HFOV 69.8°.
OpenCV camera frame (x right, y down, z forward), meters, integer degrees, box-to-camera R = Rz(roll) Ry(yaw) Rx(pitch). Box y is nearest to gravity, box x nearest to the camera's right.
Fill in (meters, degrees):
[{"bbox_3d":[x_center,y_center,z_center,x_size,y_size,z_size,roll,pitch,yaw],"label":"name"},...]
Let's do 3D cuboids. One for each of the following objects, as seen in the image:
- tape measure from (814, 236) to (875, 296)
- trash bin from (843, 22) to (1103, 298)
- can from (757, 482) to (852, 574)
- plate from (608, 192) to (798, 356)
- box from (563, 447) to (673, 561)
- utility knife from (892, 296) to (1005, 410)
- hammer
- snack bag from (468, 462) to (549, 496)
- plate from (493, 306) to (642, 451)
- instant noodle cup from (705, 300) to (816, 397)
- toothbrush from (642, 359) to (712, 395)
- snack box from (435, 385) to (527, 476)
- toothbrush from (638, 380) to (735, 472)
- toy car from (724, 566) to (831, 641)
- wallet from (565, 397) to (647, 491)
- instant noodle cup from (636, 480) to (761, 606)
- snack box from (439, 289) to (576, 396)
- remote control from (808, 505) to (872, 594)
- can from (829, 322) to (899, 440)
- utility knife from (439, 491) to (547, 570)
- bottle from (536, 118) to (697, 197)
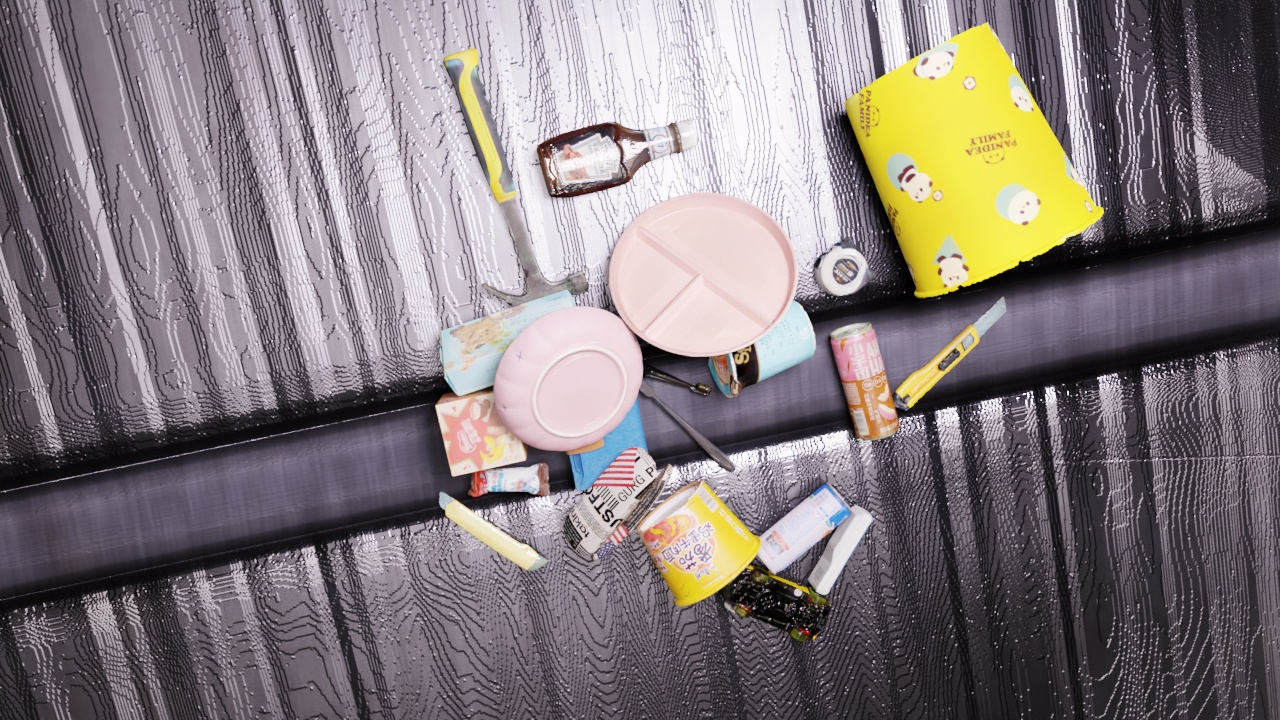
[{"bbox_3d":[0.260,-0.117,1.189,0.066,0.033,0.066,-35,98,-2],"label":"tape measure"},{"bbox_3d":[0.382,-0.238,1.096,0.229,0.229,0.255,-28,94,-1],"label":"trash bin"},{"bbox_3d":[0.215,0.224,1.223,0.134,0.053,0.053,-39,100,1],"label":"can"},{"bbox_3d":[0.076,-0.104,1.122,0.229,0.028,0.229,-3,65,6],"label":"plate"},{"bbox_3d":[-0.021,0.189,1.182,0.163,0.076,0.088,-51,144,11],"label":"box"},{"bbox_3d":[0.415,-0.008,1.228,0.209,0.015,0.033,-44,102,1],"label":"utility knife"},{"bbox_3d":[-0.175,-0.218,1.134,0.126,0.032,0.323,-19,100,-3],"label":"hammer"},{"bbox_3d":[-0.171,0.155,1.190,0.105,0.026,0.045,-1,95,-8],"label":"snack bag"},{"bbox_3d":[-0.078,0.030,1.096,0.192,0.039,0.193,-13,121,-22],"label":"plate"},{"bbox_3d":[0.152,-0.021,1.162,0.120,0.111,0.111,-17,99,-11],"label":"instant noodle cup"},{"bbox_3d":[-0.007,0.007,1.184,0.212,0.027,0.026,19,63,-8],"label":"toothbrush"},{"bbox_3d":[-0.197,0.084,1.151,0.094,0.077,0.093,-12,99,-4],"label":"snack box"},{"bbox_3d":[0.061,0.087,1.209,0.181,0.018,0.015,43,86,-12],"label":"toothbrush"},{"bbox_3d":[0.184,0.325,1.240,0.156,0.041,0.071,23,95,-10],"label":"toy car"},{"bbox_3d":[-0.048,0.095,1.189,0.106,0.040,0.133,-12,99,-8],"label":"wallet"},{"bbox_3d":[0.068,0.228,1.175,0.138,0.138,0.110,-37,92,0],"label":"instant noodle cup"},{"bbox_3d":[-0.156,-0.022,1.129,0.175,0.074,0.052,-18,134,2],"label":"snack box"},{"bbox_3d":[0.268,0.253,1.235,0.024,0.049,0.125,29,94,-6],"label":"remote control"},{"bbox_3d":[0.293,0.028,1.200,0.058,0.058,0.147,-18,100,-3],"label":"can"},{"bbox_3d":[-0.197,0.226,1.202,0.167,0.018,0.031,36,89,-11],"label":"utility knife"},{"bbox_3d":[-0.027,-0.258,1.137,0.195,0.044,0.080,-15,100,-4],"label":"bottle"}]
